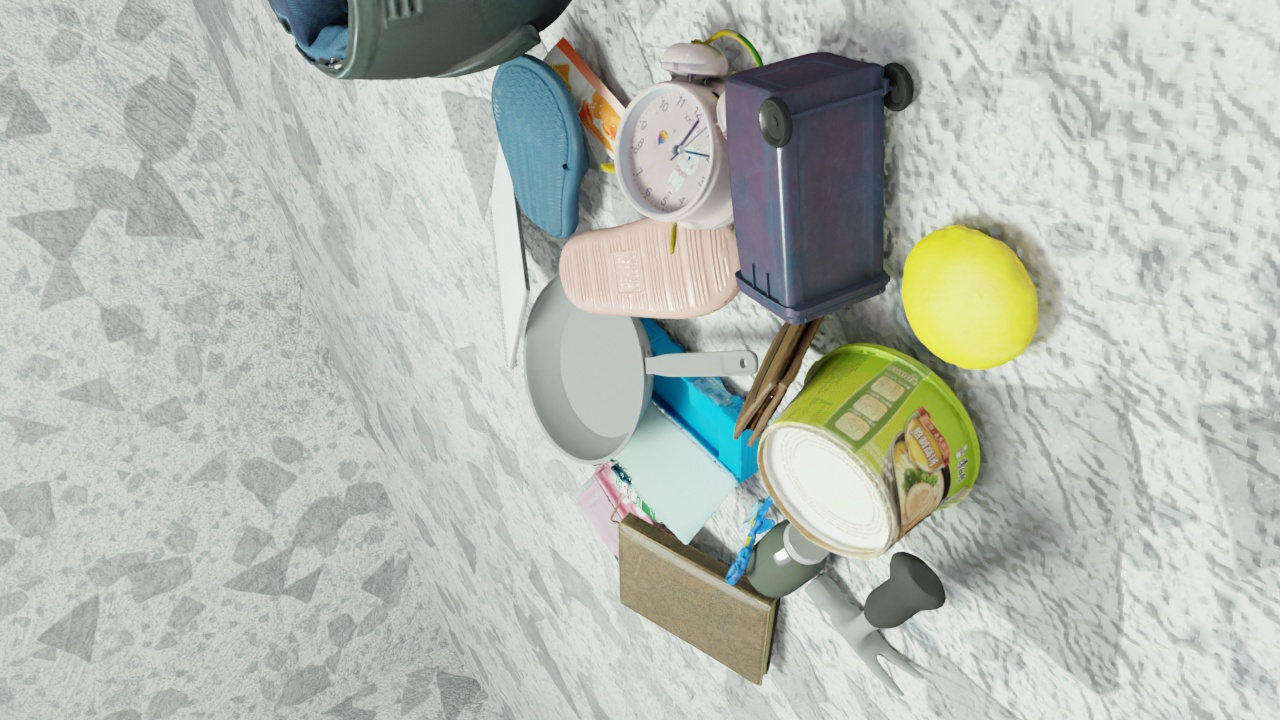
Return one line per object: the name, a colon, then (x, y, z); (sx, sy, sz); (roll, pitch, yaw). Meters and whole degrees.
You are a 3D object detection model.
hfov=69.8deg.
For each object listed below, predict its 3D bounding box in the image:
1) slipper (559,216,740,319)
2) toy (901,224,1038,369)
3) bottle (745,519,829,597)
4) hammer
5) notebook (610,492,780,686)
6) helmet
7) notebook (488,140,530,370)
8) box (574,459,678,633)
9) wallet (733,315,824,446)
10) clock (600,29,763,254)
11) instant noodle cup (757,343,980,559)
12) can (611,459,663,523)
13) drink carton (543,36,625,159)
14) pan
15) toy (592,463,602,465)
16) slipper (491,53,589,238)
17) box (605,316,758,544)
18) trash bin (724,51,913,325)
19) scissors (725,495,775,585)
slipper: (0.018, -0.085, 0.819); (0.198, 0.081, 0.093); (-5, 101, 37)
toy: (0.203, -0.038, 0.571); (0.095, 0.041, 0.094); (47, 146, 30)
bottle: (0.143, 0.187, 0.879); (0.060, 0.060, 0.109); (54, 154, 17)
hammer: (0.196, 0.204, 0.735); (0.125, 0.029, 0.311); (50, 169, 20)
notebook: (0.060, 0.262, 1.068); (0.216, 0.034, 0.190); (24, 134, 29)
helmet: (-0.162, -0.349, 0.722); (0.317, 0.235, 0.249); (6, 120, 63)
notebook: (-0.152, -0.135, 1.059); (0.178, 0.013, 0.245); (115, 149, -58)
box: (0.005, 0.240, 1.214); (0.232, 0.039, 0.179); (57, 150, 11)
wallet: (0.111, -0.002, 0.699); (0.027, 0.120, 0.099); (29, 148, 5)
clock: (0.043, -0.170, 0.689); (0.116, 0.058, 0.158); (55, 130, 22)
instant noodle cup: (0.159, 0.071, 0.667); (0.146, 0.097, 0.146); (33, 143, 29)
can: (0.011, 0.153, 1.101); (0.101, 0.053, 0.053); (34, 142, 45)
drink carton: (-0.042, -0.234, 0.853); (0.122, 0.038, 0.069); (50, 152, 11)
pan: (-0.005, 0.005, 0.898); (0.357, 0.050, 0.201); (-3, 93, 49)
toy: (-0.057, 0.076, 1.152); (0.065, 0.050, 0.103); (-95, 11, -53)
slipper: (-0.087, -0.203, 0.892); (0.104, 0.059, 0.214); (34, 152, 21)
box: (0.023, 0.051, 0.966); (0.243, 0.071, 0.171); (43, 125, 36)
trash bin: (0.112, -0.111, 0.609); (0.092, 0.093, 0.161); (44, 149, 53)
scissors: (0.115, 0.162, 0.901); (0.015, 0.127, 0.125); (25, 107, -3)
